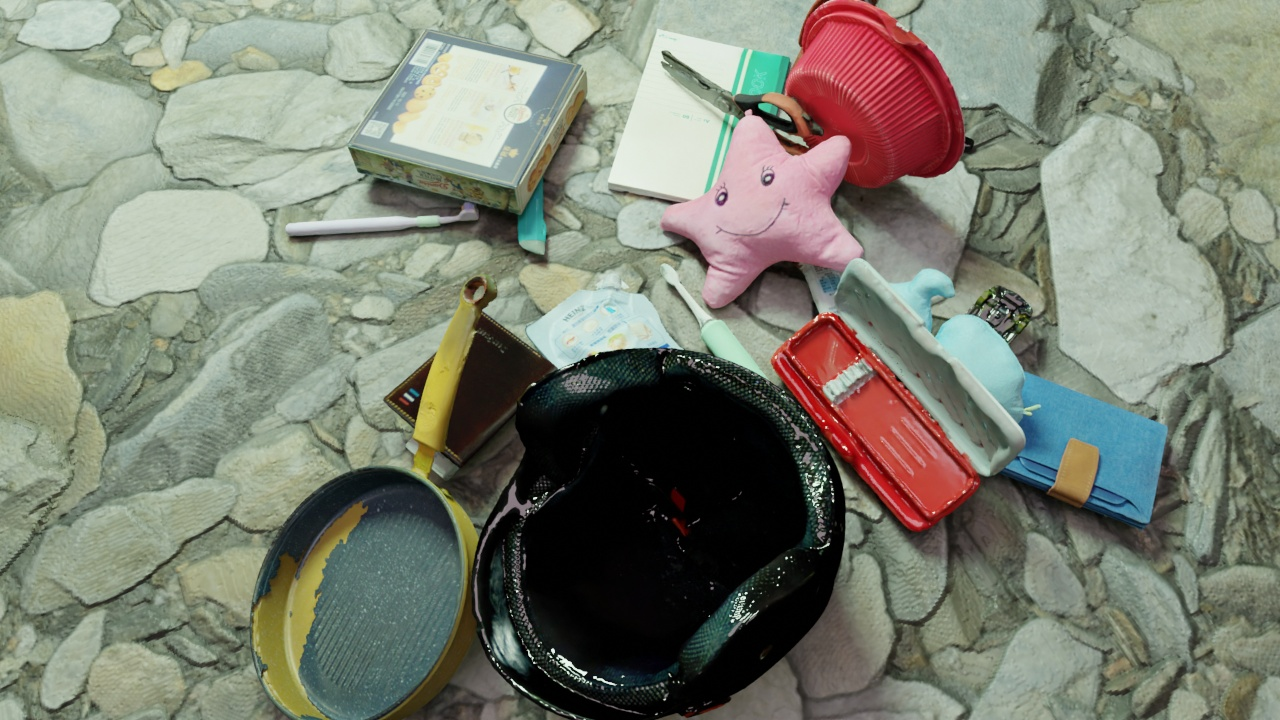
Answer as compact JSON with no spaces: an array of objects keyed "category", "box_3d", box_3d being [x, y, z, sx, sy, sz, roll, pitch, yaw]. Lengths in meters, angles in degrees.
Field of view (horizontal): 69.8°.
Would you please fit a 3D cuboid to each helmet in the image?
[{"category":"helmet","box_3d":[0.019,0.129,0.660,0.275,0.230,0.233,-40,61,10]}]

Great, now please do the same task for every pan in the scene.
[{"category":"pan","box_3d":[-0.183,0.103,0.705,0.198,0.078,0.357,19,77,30]}]

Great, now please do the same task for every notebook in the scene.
[{"category":"notebook","box_3d":[0.064,-0.250,0.951,0.150,0.012,0.208,13,66,6]}]

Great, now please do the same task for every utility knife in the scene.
[{"category":"utility knife","box_3d":[-0.108,-0.178,0.920,0.029,0.013,0.179,-2,62,-2]}]

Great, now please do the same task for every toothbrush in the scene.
[{"category":"toothbrush","box_3d":[0.082,-0.005,0.829,0.026,0.027,0.224,-42,68,14]},{"category":"toothbrush","box_3d":[-0.254,-0.137,0.901,0.189,0.029,0.021,-6,103,0]}]

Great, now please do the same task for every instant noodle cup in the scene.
[{"category":"instant noodle cup","box_3d":[0.200,-0.229,0.840,0.065,0.194,0.194,-40,71,-11]}]

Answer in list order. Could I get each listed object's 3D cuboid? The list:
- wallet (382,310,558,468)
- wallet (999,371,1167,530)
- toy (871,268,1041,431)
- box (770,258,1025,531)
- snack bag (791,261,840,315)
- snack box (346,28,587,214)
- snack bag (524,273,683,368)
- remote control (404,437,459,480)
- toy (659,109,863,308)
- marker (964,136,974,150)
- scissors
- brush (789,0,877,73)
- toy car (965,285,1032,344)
[{"category":"wallet","box_3d":[-0.147,0.022,0.798,0.096,0.020,0.122,38,69,17]},{"category":"wallet","box_3d":[0.372,0.074,0.781,0.133,0.040,0.106,22,63,12]},{"category":"toy","box_3d":[0.263,0.005,0.786,0.156,0.049,0.161,15,107,40]},{"category":"box","box_3d":[0.212,0.027,0.763,0.073,0.155,0.201,-14,59,-45]},{"category":"snack bag","box_3d":[0.175,-0.061,0.852,0.048,0.026,0.104,-14,65,-12]},{"category":"snack box","box_3d":[-0.170,-0.244,0.923,0.182,0.046,0.177,17,60,10]},{"category":"snack bag","box_3d":[-0.005,0.005,0.820,0.110,0.039,0.191,-42,69,-11]},{"category":"remote control","box_3d":[-0.148,0.045,0.811,0.049,0.024,0.124,35,71,16]},{"category":"toy","box_3d":[0.104,-0.145,0.851,0.195,0.074,0.178,-13,77,27]},{"category":"marker","box_3d":[0.280,-0.239,0.940,0.124,0.015,0.018,20,62,7]},{"category":"scissors","box_3d":[0.097,-0.257,0.902,0.015,0.192,0.207,-42,102,-16]},{"category":"brush","box_3d":[0.192,-0.328,0.909,0.063,0.146,0.069,-18,80,-8]},{"category":"toy car","box_3d":[0.306,-0.019,0.828,0.048,0.032,0.105,40,83,19]}]
